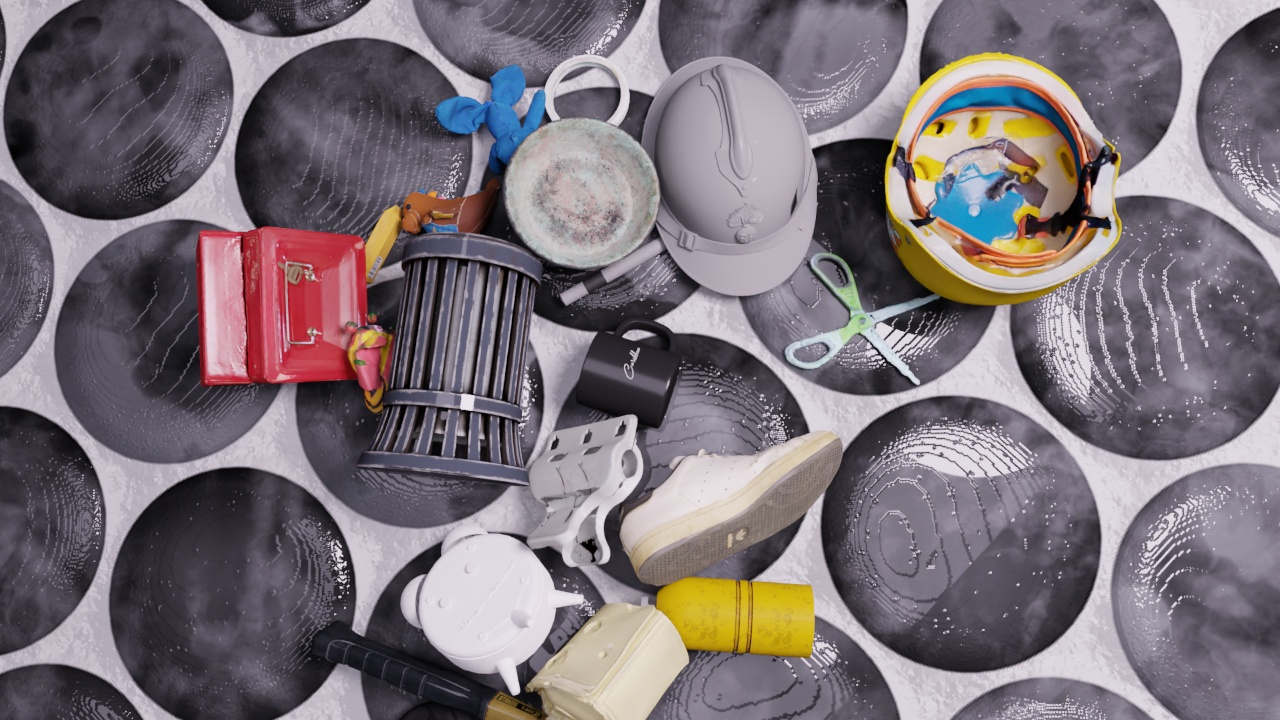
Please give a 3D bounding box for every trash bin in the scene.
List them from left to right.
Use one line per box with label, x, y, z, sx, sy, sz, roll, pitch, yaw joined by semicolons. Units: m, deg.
trash bin;-0.178;0.001;0.906;0.164;0.164;0.227;5;80;5

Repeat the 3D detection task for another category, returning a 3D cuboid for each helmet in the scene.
helmet;0.093;-0.209;0.921;0.183;0.118;0.271;-8;77;0
helmet;0.336;-0.158;0.896;0.209;0.140;0.239;0;70;5

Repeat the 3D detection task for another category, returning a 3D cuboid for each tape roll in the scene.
tape roll;-0.059;-0.288;1.002;0.093;0.013;0.093;0;83;4

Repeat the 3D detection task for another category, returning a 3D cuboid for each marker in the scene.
marker;-0.022;-0.098;0.974;0.140;0.016;0.016;-30;82;0

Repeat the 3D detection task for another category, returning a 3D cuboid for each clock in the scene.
clock;-0.152;0.229;0.886;0.161;0.073;0.125;23;63;31

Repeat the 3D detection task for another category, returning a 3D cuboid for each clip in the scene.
clip;-0.058;0.125;0.897;0.125;0.072;0.142;-18;52;41

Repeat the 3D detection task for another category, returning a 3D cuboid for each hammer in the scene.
hammer;-0.169;0.327;0.896;0.333;0.117;0.025;16;98;12

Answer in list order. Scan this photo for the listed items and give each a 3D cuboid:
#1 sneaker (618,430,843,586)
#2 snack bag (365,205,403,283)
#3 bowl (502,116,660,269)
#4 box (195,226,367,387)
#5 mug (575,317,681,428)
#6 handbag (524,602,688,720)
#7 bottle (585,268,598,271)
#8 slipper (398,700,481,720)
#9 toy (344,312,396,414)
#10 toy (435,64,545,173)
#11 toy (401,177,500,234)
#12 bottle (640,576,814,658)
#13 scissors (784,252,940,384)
sneaker;0.084;0.126;0.912;0.241;0.089;0.102;-27;48;-13
snack bag;-0.285;-0.122;0.993;0.020;0.026;0.099;26;87;7
bowl;-0.060;-0.166;0.934;0.157;0.038;0.157;1;82;-8
box;-0.396;-0.052;0.947;0.169;0.153;0.157;-2;88;32
mug;-0.006;0.005;0.936;0.088;0.078;0.113;17;59;6
handbag;-0.033;0.292;0.857;0.119;0.111;0.081;-43;119;-39
bottle;-0.055;-0.149;0.972;0.036;0.036;0.110;-4;83;4
slipper;-0.132;0.430;0.891;0.268;0.076;0.112;32;61;17
toy;-0.270;0.005;0.945;0.046;0.084;0.103;-6;104;9
toy;-0.143;-0.234;0.977;0.112;0.071;0.176;-26;81;-10
toy;-0.204;-0.169;0.989;0.090;0.071;0.102;23;62;19
bottle;0.082;0.249;0.895;0.164;0.071;0.071;3;83;4
scissors;0.226;-0.037;0.951;0.174;0.022;0.171;-37;79;-6
